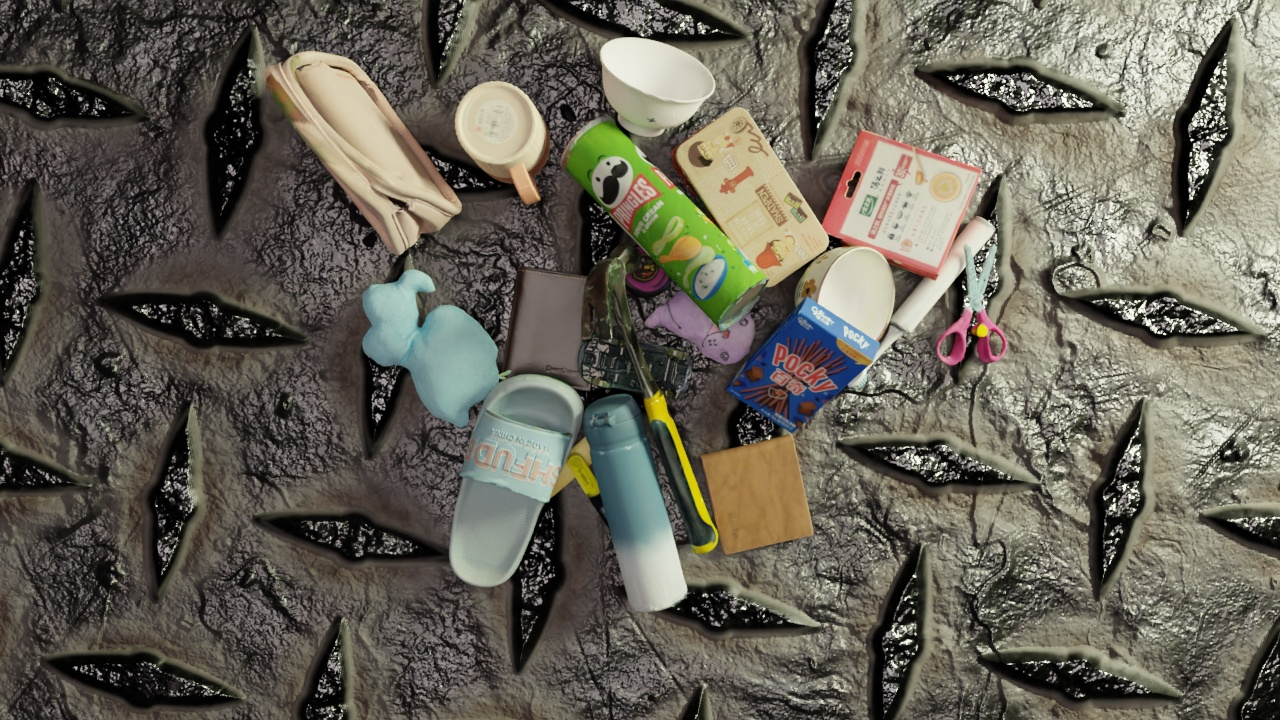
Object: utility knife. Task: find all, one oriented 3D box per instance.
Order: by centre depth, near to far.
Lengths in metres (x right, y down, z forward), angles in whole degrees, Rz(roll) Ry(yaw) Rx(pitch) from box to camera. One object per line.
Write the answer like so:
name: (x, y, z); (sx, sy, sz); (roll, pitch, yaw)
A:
utility knife: (-0.071, 0.106, 0.975); (0.173, 0.019, 0.031); (-41, 88, 2)

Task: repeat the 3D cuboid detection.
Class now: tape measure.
tape measure: (0.006, -0.093, 0.951); (0.057, 0.039, 0.058); (-25, 87, -5)

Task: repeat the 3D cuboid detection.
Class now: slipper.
slipper: (-0.139, 0.127, 0.938); (0.104, 0.074, 0.246); (20, 103, 1)

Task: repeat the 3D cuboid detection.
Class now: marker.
marker: (-0.041, 0.152, 0.972); (0.018, 0.015, 0.124); (-30, 101, 2)

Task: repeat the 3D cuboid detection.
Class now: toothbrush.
toothbrush: (0.289, -0.057, 0.958); (0.221, 0.027, 0.026); (-51, 133, 3)

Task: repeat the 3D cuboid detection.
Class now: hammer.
hammer: (0.015, 0.053, 0.908); (0.032, 0.125, 0.323); (-10, 112, 25)

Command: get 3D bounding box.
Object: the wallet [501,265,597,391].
wallet: (-0.091, -0.033, 0.966); (0.096, 0.020, 0.122); (9, 96, 0)

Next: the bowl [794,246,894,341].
bowl: (0.197, -0.062, 0.930); (0.113, 0.062, 0.113); (-11, 110, -35)

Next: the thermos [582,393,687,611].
thermos: (-0.006, 0.145, 0.942); (0.070, 0.070, 0.220); (-13, 100, 1)

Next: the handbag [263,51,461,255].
handbag: (-0.269, -0.201, 0.847); (0.093, 0.234, 0.193); (-37, 93, 0)

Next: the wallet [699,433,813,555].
wallet: (0.125, 0.144, 0.976); (0.101, 0.020, 0.115); (-14, 96, 3)

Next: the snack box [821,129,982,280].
snack box: (0.263, -0.158, 0.935); (0.127, 0.044, 0.113); (23, 94, 14)

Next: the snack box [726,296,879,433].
snack box: (0.157, 0.009, 0.909); (0.084, 0.158, 0.026); (33, 52, -2)

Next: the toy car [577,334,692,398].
toy car: (-0.006, 0.006, 0.958); (0.120, 0.037, 0.054); (11, 95, -12)

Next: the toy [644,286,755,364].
toy: (0.071, -0.042, 0.954); (0.108, 0.039, 0.084); (34, 95, -1)

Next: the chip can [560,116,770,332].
chip can: (0.023, -0.136, 0.905); (0.072, 0.072, 0.236); (-43, 78, 2)

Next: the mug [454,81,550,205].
mug: (-0.130, -0.211, 0.911); (0.081, 0.106, 0.114); (-21, 93, 1)

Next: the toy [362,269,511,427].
toy: (-0.212, -0.012, 0.951); (0.156, 0.049, 0.161); (4, 97, 4)

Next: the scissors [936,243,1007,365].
scissors: (0.338, -0.056, 0.951); (0.096, 0.017, 0.137); (-16, 106, -4)

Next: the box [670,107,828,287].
box: (0.106, -0.163, 0.934); (0.091, 0.079, 0.168); (-35, 99, 1)

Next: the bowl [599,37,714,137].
bowl: (0.009, -0.265, 0.921); (0.118, 0.118, 0.065); (20, 133, -1)
